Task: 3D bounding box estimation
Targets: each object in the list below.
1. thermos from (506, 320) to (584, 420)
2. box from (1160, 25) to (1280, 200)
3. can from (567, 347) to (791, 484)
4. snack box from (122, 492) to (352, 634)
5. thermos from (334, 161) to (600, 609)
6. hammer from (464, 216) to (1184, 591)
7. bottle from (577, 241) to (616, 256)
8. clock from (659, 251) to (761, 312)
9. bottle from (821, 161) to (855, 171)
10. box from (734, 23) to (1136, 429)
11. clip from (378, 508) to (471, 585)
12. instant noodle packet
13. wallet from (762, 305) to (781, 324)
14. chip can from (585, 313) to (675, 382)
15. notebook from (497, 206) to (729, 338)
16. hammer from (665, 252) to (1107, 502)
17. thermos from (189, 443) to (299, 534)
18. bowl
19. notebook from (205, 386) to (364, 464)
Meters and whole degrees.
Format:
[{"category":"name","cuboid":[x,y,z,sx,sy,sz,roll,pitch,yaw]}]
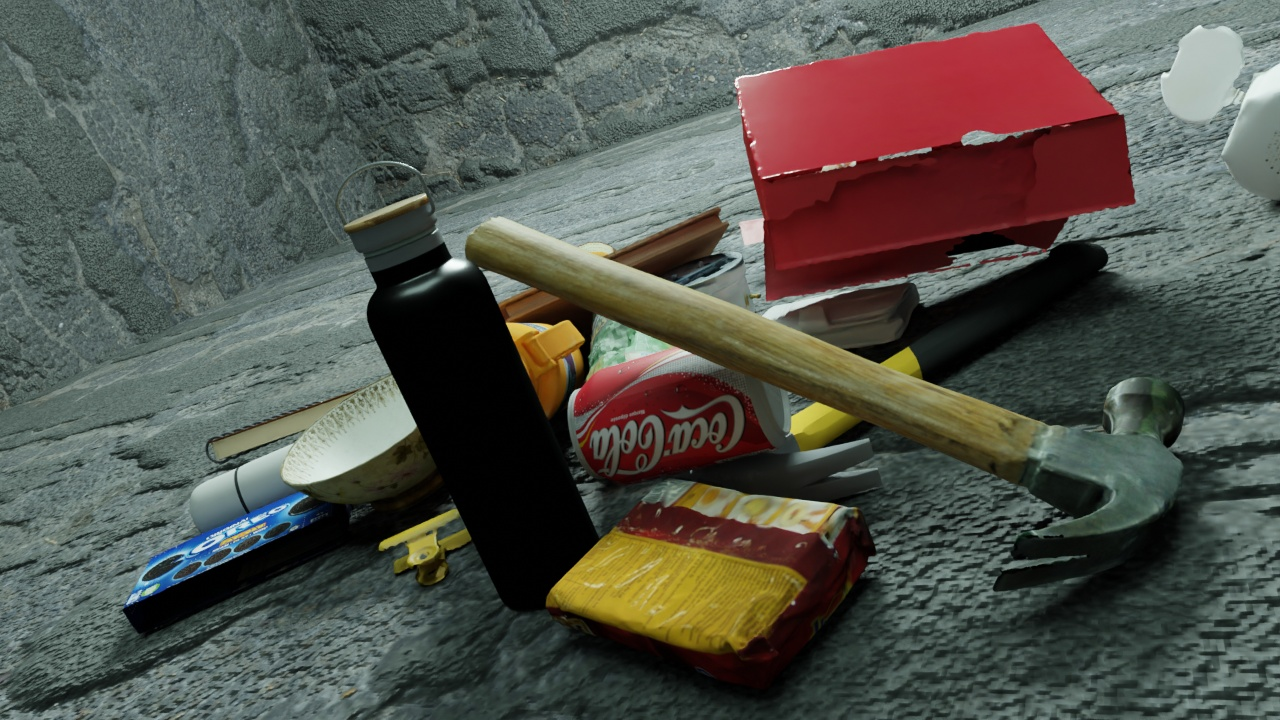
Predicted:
[{"category":"thermos","cuboid":[-0.083,0.005,0.617,0.091,0.076,0.232,-63,-1,3]},{"category":"box","cuboid":[0.421,-0.176,0.633,0.143,0.083,0.137,23,40,31]},{"category":"can","cuboid":[0.020,0.026,0.477,0.105,0.064,0.064,-16,18,20]},{"category":"snack box","cuboid":[-0.285,0.136,0.662,0.150,0.027,0.082,-24,19,-10]},{"category":"thermos","cuboid":[-0.087,0.013,0.459,0.061,0.231,0.061,-19,18,6]},{"category":"hammer","cuboid":[0.060,-0.002,0.411,0.331,0.033,0.131,22,42,21]},{"category":"bottle","cuboid":[-0.049,-0.093,0.996,0.068,0.068,0.156,-21,18,2]},{"category":"clock","cuboid":[0.049,-0.057,0.798,0.083,0.057,0.118,-28,19,-19]},{"category":"bottle","cuboid":[0.211,-0.198,1.015,0.109,0.063,0.063,-16,19,15]},{"category":"box","cuboid":[0.196,0.020,0.523,0.215,0.141,0.509,-10,61,3]},{"category":"clip","cuboid":[-0.130,0.113,0.554,0.054,0.044,0.050,-22,-7,-7]},{"category":"instant noodle packet","cuboid":[0.028,0.094,0.409,0.136,0.040,0.098,0,27,46]},{"category":"wallet","cuboid":[0.138,-0.033,0.667,0.116,0.032,0.086,-12,18,29]},{"category":"chip can","cuboid":[-0.002,0.004,0.652,0.075,0.075,0.223,-20,18,5]},{"category":"notebook","cuboid":[-0.032,-0.058,0.833,0.210,0.022,0.169,-25,-10,-15]},{"category":"hammer","cuboid":[0.169,-0.001,0.548,0.322,0.029,0.127,-28,19,-23]},{"category":"thermos","cuboid":[-0.246,0.081,0.737,0.224,0.052,0.052,-23,18,-5]},{"category":"bowl","cuboid":[-0.179,0.064,0.664,0.145,0.063,0.145,-22,24,10]},{"category":"notebook","cuboid":[-0.281,0.042,0.865,0.167,0.024,0.225,-19,4,7]}]
